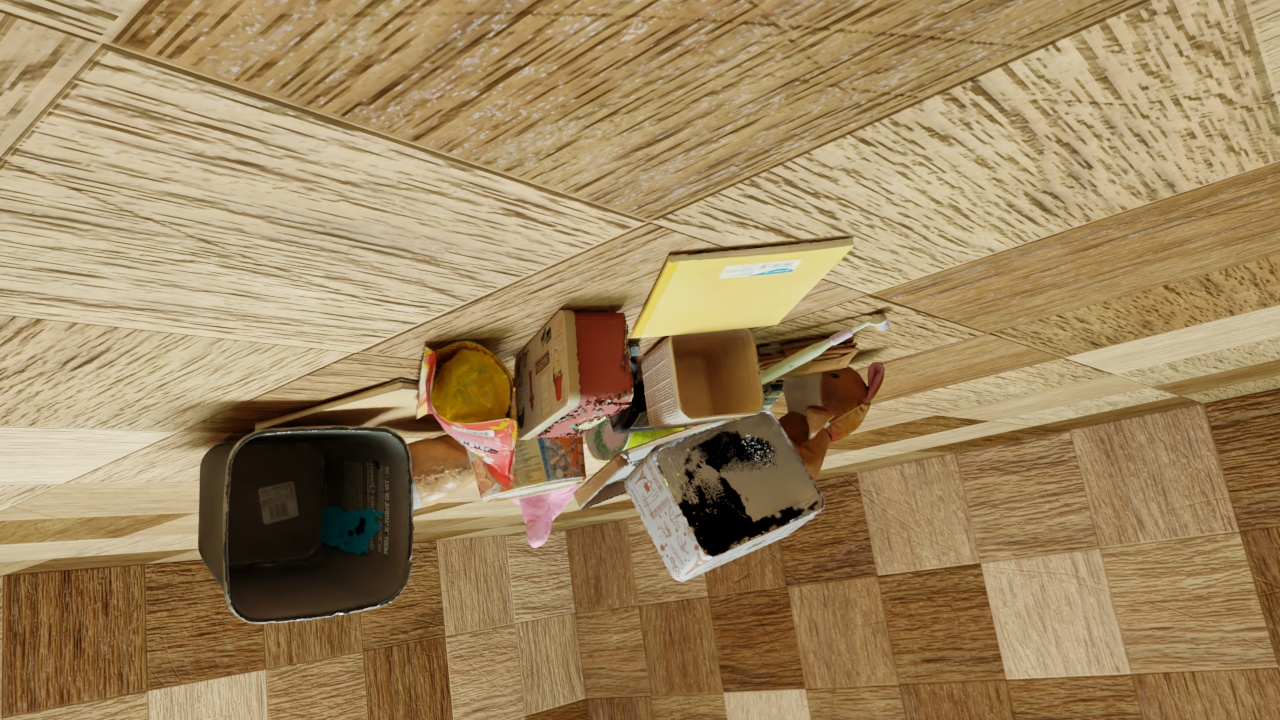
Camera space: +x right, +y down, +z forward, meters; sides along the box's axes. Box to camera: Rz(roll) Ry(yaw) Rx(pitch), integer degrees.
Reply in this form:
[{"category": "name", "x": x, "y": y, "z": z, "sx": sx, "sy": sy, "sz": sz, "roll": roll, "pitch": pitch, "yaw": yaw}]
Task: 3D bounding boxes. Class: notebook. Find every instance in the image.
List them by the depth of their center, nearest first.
[{"category": "notebook", "x": 0.077, "y": -0.056, "z": 0.777, "sx": 0.145, "sy": 0.010, "sz": 0.206, "roll": -6, "pitch": 167, "yaw": -9}, {"category": "notebook", "x": -0.295, "y": 0.056, "z": 1.020, "sx": 0.212, "sy": 0.012, "sz": 0.149, "roll": -15, "pitch": 167, "yaw": 25}]

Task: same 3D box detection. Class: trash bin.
[{"category": "trash bin", "x": -0.389, "y": 0.171, "z": 1.034, "sx": 0.198, "sy": 0.199, "sz": 0.220, "roll": 2, "pitch": 177, "yaw": -37}]

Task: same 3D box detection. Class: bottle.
[{"category": "bottle", "x": 0.059, "y": 0.054, "z": 1.147, "sx": 0.194, "sy": 0.044, "sz": 0.080, "roll": -3, "pitch": 148, "yaw": -27}]

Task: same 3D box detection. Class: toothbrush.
[{"category": "toothbrush", "x": 0.169, "y": -0.001, "z": 0.953, "sx": 0.190, "sy": 0.020, "sz": 0.029, "roll": -27, "pitch": 174, "yaw": 14}, {"category": "toothbrush", "x": -0.006, "y": 0.006, "z": 0.983, "sx": 0.017, "sy": 0.014, "sz": 0.189, "roll": -19, "pitch": 167, "yaw": -2}]

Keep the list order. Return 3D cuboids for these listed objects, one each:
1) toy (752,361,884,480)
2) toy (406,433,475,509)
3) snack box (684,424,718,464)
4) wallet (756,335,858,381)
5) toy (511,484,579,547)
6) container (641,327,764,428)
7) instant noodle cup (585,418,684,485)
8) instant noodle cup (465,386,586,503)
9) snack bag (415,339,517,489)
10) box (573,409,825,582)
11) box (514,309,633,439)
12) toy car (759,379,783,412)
[{"category": "toy", "x": 0.204, "y": 0.068, "z": 1.124, "sx": 0.199, "sy": 0.130, "sz": 0.140, "roll": -36, "pitch": -165, "yaw": -18}, {"category": "toy", "x": -0.240, "y": 0.132, "z": 1.161, "sx": 0.143, "sy": 0.082, "sz": 0.225, "roll": -3, "pitch": -177, "yaw": 17}, {"category": "snack box", "x": 0.104, "y": 0.106, "z": 1.200, "sx": 0.075, "sy": 0.152, "sz": 0.025, "roll": 12, "pitch": 116, "yaw": -23}, {"category": "wallet", "x": 0.174, "y": 0.000, "z": 1.039, "sx": 0.132, "sy": 0.031, "sz": 0.108, "roll": -10, "pitch": 169, "yaw": 2}, {"category": "toy", "x": -0.117, "y": 0.129, "z": 1.181, "sx": 0.074, "sy": 0.179, "sz": 0.194, "roll": 22, "pitch": -169, "yaw": -22}, {"category": "container", "x": 0.056, "y": 0.022, "z": 0.930, "sx": 0.089, "sy": 0.090, "sz": 0.111, "roll": -4, "pitch": 169, "yaw": -20}, {"category": "instant noodle cup", "x": -0.007, "y": 0.108, "z": 1.234, "sx": 0.112, "sy": 0.111, "sz": 0.123, "roll": -18, "pitch": 156, "yaw": 35}, {"category": "instant noodle cup", "x": -0.131, "y": 0.096, "z": 1.046, "sx": 0.151, "sy": 0.111, "sz": 0.151, "roll": -12, "pitch": 169, "yaw": -2}, {"category": "snack bag", "x": -0.168, "y": 0.057, "z": 0.892, "sx": 0.073, "sy": 0.128, "sz": 0.208, "roll": -51, "pitch": 175, "yaw": -23}, {"category": "box", "x": 0.063, "y": 0.158, "z": 1.014, "sx": 0.180, "sy": 0.158, "sz": 0.206, "roll": -16, "pitch": 161, "yaw": -36}, {"category": "box", "x": -0.056, "y": 0.019, "z": 0.832, "sx": 0.077, "sy": 0.091, "sz": 0.169, "roll": 1, "pitch": 165, "yaw": -22}, {"category": "toy car", "x": 0.160, "y": 0.047, "z": 1.218, "sx": 0.042, "sy": 0.035, "sz": 0.091, "roll": -5, "pitch": 164, "yaw": -21}]
